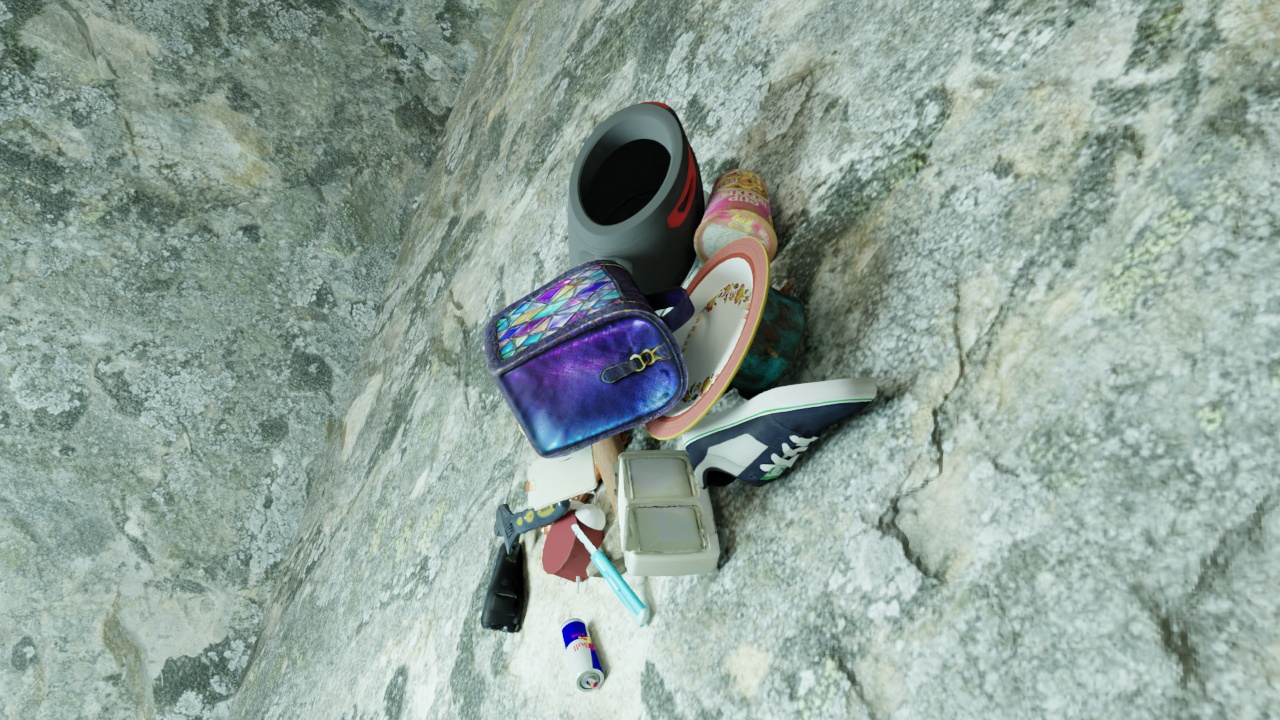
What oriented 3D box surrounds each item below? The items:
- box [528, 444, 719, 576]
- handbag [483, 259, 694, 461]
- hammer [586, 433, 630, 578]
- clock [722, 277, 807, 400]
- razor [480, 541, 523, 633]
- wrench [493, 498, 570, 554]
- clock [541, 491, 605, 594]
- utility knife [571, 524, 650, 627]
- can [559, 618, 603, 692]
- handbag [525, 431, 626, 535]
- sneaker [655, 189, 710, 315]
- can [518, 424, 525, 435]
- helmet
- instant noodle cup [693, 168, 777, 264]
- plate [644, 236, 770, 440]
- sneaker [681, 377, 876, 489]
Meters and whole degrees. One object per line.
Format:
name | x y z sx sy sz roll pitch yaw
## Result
box | -0.016 0.129 0.924 0.143 0.193 0.107 -101 14 -46
handbag | -0.045 -0.016 0.985 0.222 0.125 0.204 -27 23 0
hammer | -0.045 0.111 1.130 0.158 0.037 0.300 -51 42 26
clock | 0.113 -0.017 0.983 0.158 0.073 0.121 -30 39 57
razor | -0.191 0.319 1.293 0.151 0.054 0.067 -92 18 -55
wrench | -0.150 0.213 1.239 0.274 0.022 0.073 -36 59 58
clock | -0.083 0.226 1.166 0.087 0.044 0.124 -5 63 61
utility knife | -0.037 0.238 1.032 0.151 0.015 0.022 44 118 37
can | -0.068 0.336 1.053 0.032 0.032 0.095 -59 26 12
handbag | -0.092 0.143 1.249 0.172 0.060 0.108 -56 31 18
sneaker | 0.013 -0.136 1.261 0.242 0.090 0.089 -58 25 12
can | -0.110 0.058 1.311 0.116 0.056 0.092 -55 -11 18
helmet | -0.002 -0.170 1.147 0.164 0.170 0.264 12 72 24
instant noodle cup | 0.117 -0.173 1.104 0.098 0.097 0.108 -42 26 39
plate | 0.070 -0.021 0.951 0.230 0.021 0.229 -52 22 32
sneaker | 0.132 0.074 0.873 0.236 0.084 0.079 -27 69 48
